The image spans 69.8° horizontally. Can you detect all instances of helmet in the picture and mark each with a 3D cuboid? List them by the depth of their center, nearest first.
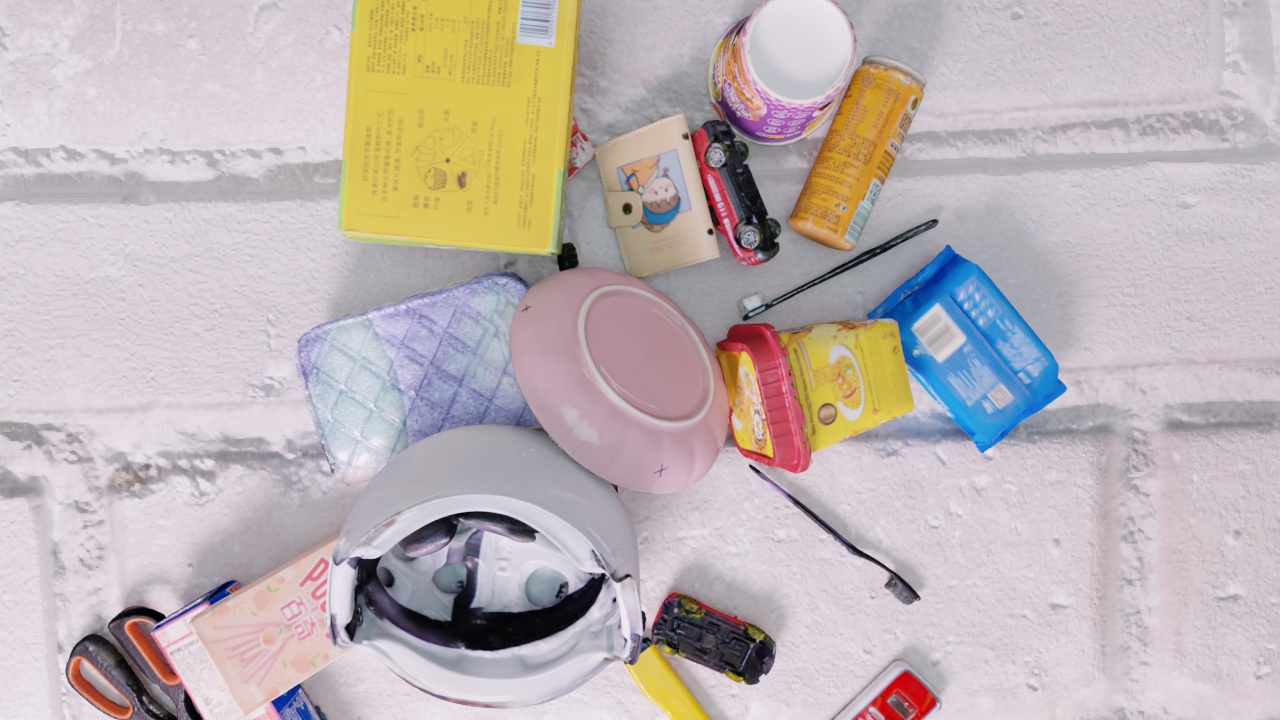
[{"bbox_3d":[-0.109,0.142,0.688,0.229,0.145,0.259,1,137,1],"label":"helmet"}]

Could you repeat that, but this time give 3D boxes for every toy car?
[{"bbox_3d":[0.072,-0.131,0.734,0.045,0.052,0.120,-24,90,34],"label":"toy car"},{"bbox_3d":[0.062,0.234,0.770,0.106,0.031,0.049,24,94,-3],"label":"toy car"}]

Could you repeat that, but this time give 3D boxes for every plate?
[{"bbox_3d":[-0.004,0.004,0.680,0.192,0.191,0.039,44,130,-5],"label":"plate"}]

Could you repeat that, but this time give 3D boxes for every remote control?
[{"bbox_3d":[0.195,0.321,0.788,0.136,0.020,0.056,-44,95,1],"label":"remote control"}]

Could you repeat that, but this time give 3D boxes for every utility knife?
[{"bbox_3d":[0.049,0.319,0.783,0.033,0.015,0.207,-36,92,0],"label":"utility knife"}]

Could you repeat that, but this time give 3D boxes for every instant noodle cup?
[{"bbox_3d":[0.113,-0.228,0.705,0.111,0.099,0.111,0,95,-3],"label":"instant noodle cup"},{"bbox_3d":[0.137,0.018,0.723,0.123,0.116,0.116,-14,95,-12],"label":"instant noodle cup"}]

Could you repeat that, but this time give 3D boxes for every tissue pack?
[{"bbox_3d":[0.267,-0.008,0.750,0.095,0.052,0.157,-41,95,3],"label":"tissue pack"}]

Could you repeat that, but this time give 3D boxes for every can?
[{"bbox_3d":[0.172,-0.163,0.731,0.058,0.058,0.146,24,93,-4],"label":"can"}]

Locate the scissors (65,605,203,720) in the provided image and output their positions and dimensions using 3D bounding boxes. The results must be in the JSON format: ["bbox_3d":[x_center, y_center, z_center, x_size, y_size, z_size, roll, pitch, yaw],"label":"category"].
[{"bbox_3d":[-0.391,0.313,0.771,0.162,0.021,0.234,-10,101,5],"label":"scissors"}]

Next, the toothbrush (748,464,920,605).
[{"bbox_3d":[0.163,0.148,0.778,0.189,0.014,0.017,38,104,-4],"label":"toothbrush"}]

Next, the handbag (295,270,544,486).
[{"bbox_3d":[-0.160,0.012,0.725,0.194,0.075,0.134,-15,99,0],"label":"handbag"}]

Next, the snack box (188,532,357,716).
[{"bbox_3d":[-0.261,0.198,0.727,0.157,0.026,0.084,-30,95,-25],"label":"snack box"}]

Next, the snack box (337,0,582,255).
[{"bbox_3d":[-0.128,-0.185,0.667,0.157,0.070,0.210,5,94,-1],"label":"snack box"}]

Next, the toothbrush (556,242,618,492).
[{"bbox_3d":[-0.047,0.008,0.754,0.027,0.026,0.212,-11,94,-36],"label":"toothbrush"}]

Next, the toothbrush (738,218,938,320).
[{"bbox_3d":[0.164,-0.078,0.759,0.181,0.015,0.018,-25,86,1],"label":"toothbrush"}]

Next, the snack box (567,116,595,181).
[{"bbox_3d":[-0.116,-0.178,0.726,0.113,0.044,0.127,-43,95,1],"label":"snack box"}]

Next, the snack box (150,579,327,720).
[{"bbox_3d":[-0.311,0.283,0.749,0.058,0.057,0.207,-29,95,3],"label":"snack box"}]

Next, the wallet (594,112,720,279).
[{"bbox_3d":[0.011,-0.127,0.730,0.087,0.024,0.115,-12,98,27],"label":"wallet"}]
